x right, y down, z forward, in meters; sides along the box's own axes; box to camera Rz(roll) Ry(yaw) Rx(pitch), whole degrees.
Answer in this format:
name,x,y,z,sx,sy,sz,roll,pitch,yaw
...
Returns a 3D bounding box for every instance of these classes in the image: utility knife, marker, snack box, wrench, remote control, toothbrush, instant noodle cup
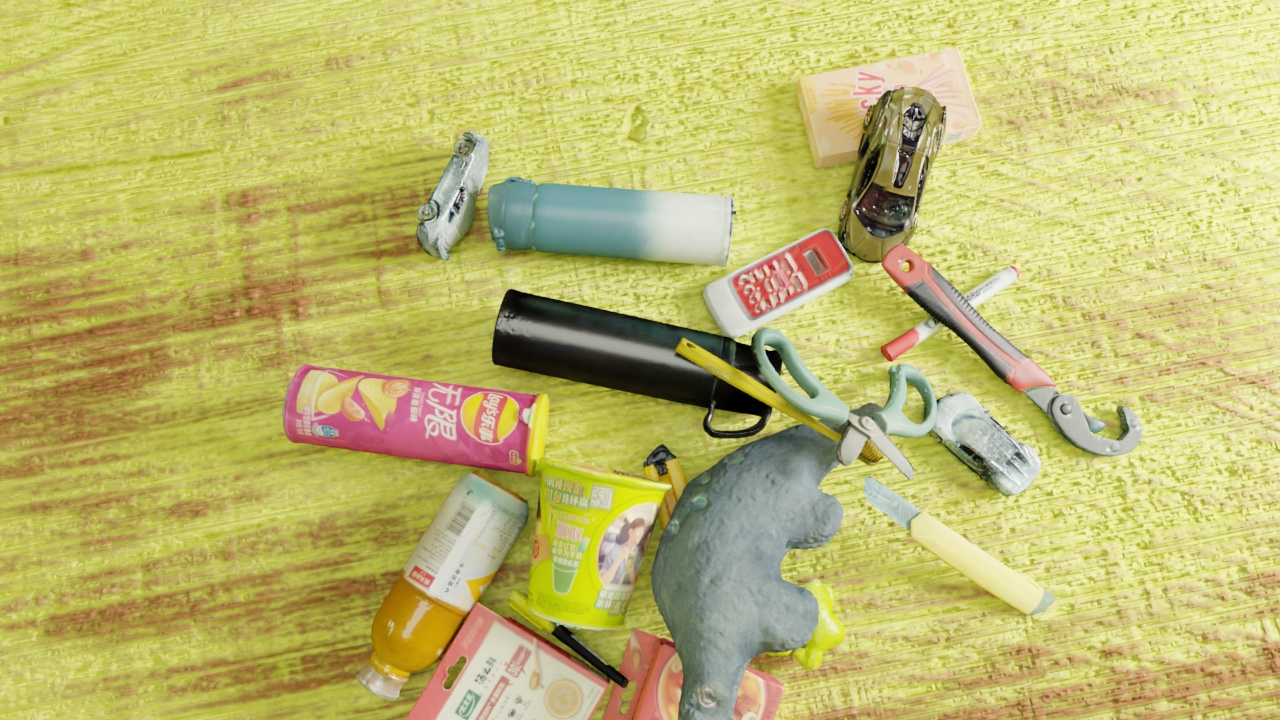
name,x,y,z,sx,sy,sz,roll,pitch,yaw
utility knife,0.262,0.155,0.756,0.204,0.021,0.031,34,82,-15
marker,0.280,-0.043,0.826,0.145,0.017,0.017,-32,79,-6
utility knife,0.045,0.174,0.779,0.033,0.015,0.216,-17,79,-2
snack box,-0.106,0.277,0.742,0.127,0.044,0.113,31,80,5
wrench,0.322,-0.007,0.806,0.273,0.016,0.056,39,82,2
remote control,0.125,-0.070,0.831,0.136,0.020,0.056,-26,79,-6
snack box,0.232,-0.238,0.865,0.157,0.026,0.084,-11,78,-3
snack box,0.036,0.291,0.734,0.127,0.044,0.113,18,83,4
toothbrush,0.114,0.032,0.747,0.190,0.017,0.015,30,56,1
instant noodle cup,-0.042,0.149,0.743,0.112,0.112,0.123,12,85,3
marker,-0.061,0.230,0.755,0.124,0.018,0.015,33,78,19

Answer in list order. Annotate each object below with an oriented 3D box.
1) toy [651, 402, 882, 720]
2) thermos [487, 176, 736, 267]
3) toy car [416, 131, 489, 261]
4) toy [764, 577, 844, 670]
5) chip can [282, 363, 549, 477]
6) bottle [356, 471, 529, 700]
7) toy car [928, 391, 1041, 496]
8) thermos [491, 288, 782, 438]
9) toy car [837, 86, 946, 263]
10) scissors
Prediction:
name,x,y,z,sx,sy,sz,roll,pitch,yaw
toy,0.084,0.155,0.728,0.138,0.091,0.355,22,59,13
thermos,-0.027,-0.125,0.821,0.220,0.070,0.070,5,77,1
toy car,-0.166,-0.149,0.832,0.037,0.054,0.120,20,77,7
toy,0.116,0.211,0.762,0.100,0.031,0.096,-10,68,-8
chip can,-0.187,0.051,0.779,0.210,0.071,0.071,7,77,2
bottle,-0.164,0.184,0.751,0.068,0.068,0.189,30,79,6
toy car,0.296,0.071,0.794,0.105,0.031,0.049,42,80,10
thermos,-0.005,0.005,0.786,0.242,0.069,0.089,13,59,3
toy car,0.227,-0.166,0.827,0.070,0.042,0.158,13,97,-4
scissors,0.171,0.021,0.763,0.170,0.019,0.170,41,42,10
